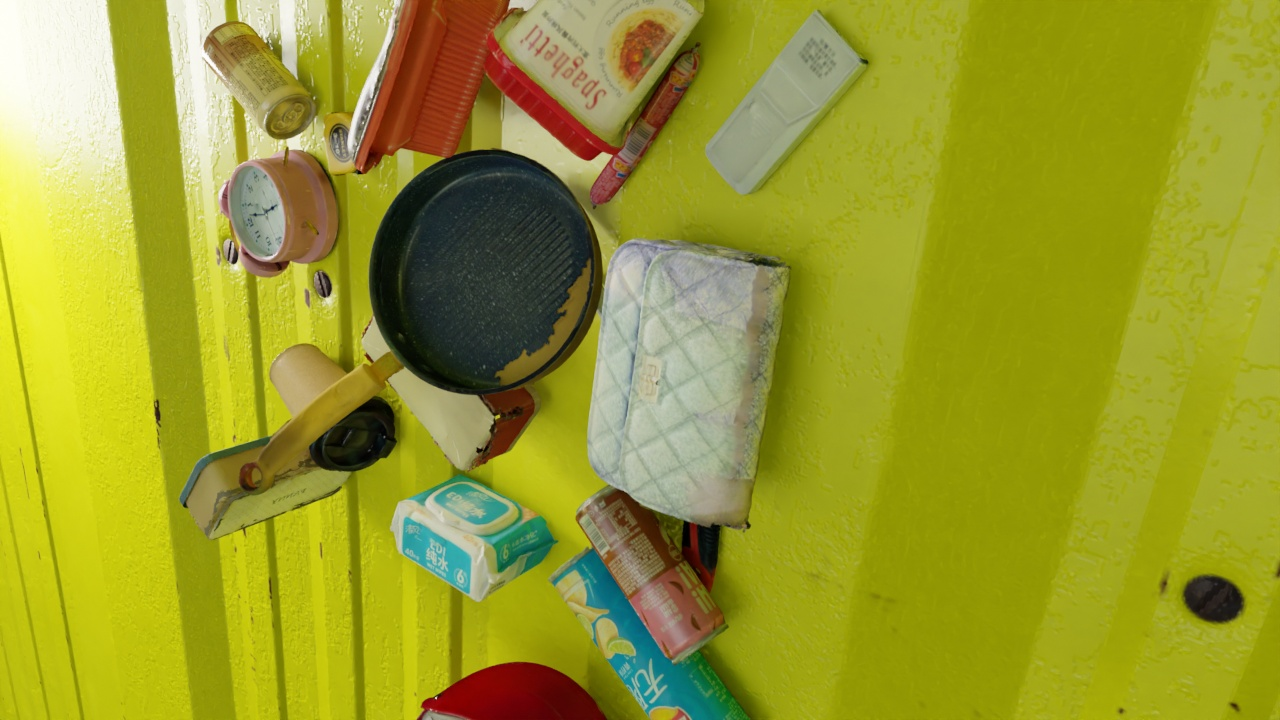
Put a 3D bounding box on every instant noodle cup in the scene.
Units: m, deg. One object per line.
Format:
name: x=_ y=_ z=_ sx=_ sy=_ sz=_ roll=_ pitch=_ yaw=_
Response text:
instant noodle cup: x=-0.157 y=-0.238 z=0.709 sx=0.079 sy=0.188 sz=0.165 roll=19 pitch=126 yaw=-17
instant noodle cup: x=-0.026 y=-0.221 z=0.624 sx=0.116 sy=0.116 sz=0.124 roll=39 pitch=117 yaw=-18

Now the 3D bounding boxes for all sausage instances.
sausage: x=0.003 y=-0.171 z=0.684 sx=0.020 sy=0.020 sz=0.156 roll=49 pitch=127 yaw=13

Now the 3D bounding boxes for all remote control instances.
remote control: x=0.094 y=-0.168 z=0.615 sx=0.049 sy=0.024 sz=0.125 roll=51 pitch=127 yaw=11

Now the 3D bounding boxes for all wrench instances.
wrench: x=0.058 y=0.066 z=0.723 sx=0.056 sy=0.016 sz=0.274 roll=23 pitch=117 yaw=34

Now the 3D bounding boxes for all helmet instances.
helmet: x=-0.106 y=0.385 z=0.871 sx=0.207 sy=0.143 sz=0.241 roll=42 pitch=139 yaw=19

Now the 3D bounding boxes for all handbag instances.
handbag: x=0.031 y=0.013 z=0.659 sx=0.134 sy=0.075 sz=0.194 roll=15 pitch=106 yaw=33

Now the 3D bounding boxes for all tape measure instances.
tape measure: x=-0.273 y=-0.206 z=0.870 sx=0.057 sy=0.028 sz=0.060 roll=5 pitch=107 yaw=36

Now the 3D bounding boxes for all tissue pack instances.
tissue pack: x=-0.158 y=0.162 z=0.866 sx=0.140 sy=0.089 sz=0.063 roll=22 pitch=117 yaw=30

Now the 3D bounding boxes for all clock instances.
clock: x=-0.381 y=-0.149 z=0.948 sx=0.159 sy=0.059 sz=0.117 roll=-20 pitch=92 yaw=41

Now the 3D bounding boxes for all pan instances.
pan: x=-0.187 y=-0.016 z=0.744 sx=0.358 sy=0.078 sz=0.197 roll=-44 pitch=76 yaw=10

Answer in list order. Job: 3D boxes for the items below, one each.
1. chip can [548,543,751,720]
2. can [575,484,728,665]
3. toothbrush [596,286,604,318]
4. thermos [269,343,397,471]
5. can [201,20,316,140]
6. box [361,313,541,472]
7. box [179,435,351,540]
chip can: x=0.010 y=0.251 z=0.783 sx=0.210 sy=0.071 sz=0.071 roll=51 pitch=127 yaw=12
can: x=0.008 y=0.171 z=0.750 sx=0.147 sy=0.057 sz=0.058 roll=54 pitch=128 yaw=15
toothbrush: x=-0.004 y=0.004 z=0.740 sx=0.191 sy=0.016 sz=0.018 roll=60 pitch=145 yaw=12
thermos: x=-0.325 y=0.047 z=0.958 sx=0.143 sy=0.092 sz=0.093 roll=41 pitch=125 yaw=29
can: x=-0.376 y=-0.276 z=0.903 sx=0.116 sy=0.058 sz=0.059 roll=48 pitch=127 yaw=14
box: x=-0.179 y=0.014 z=0.822 sx=0.168 sy=0.075 sz=0.092 roll=48 pitch=126 yaw=15
box: x=-0.389 y=0.124 z=0.965 sx=0.060 sy=0.183 sz=0.090 roll=51 pitch=122 yaw=16
